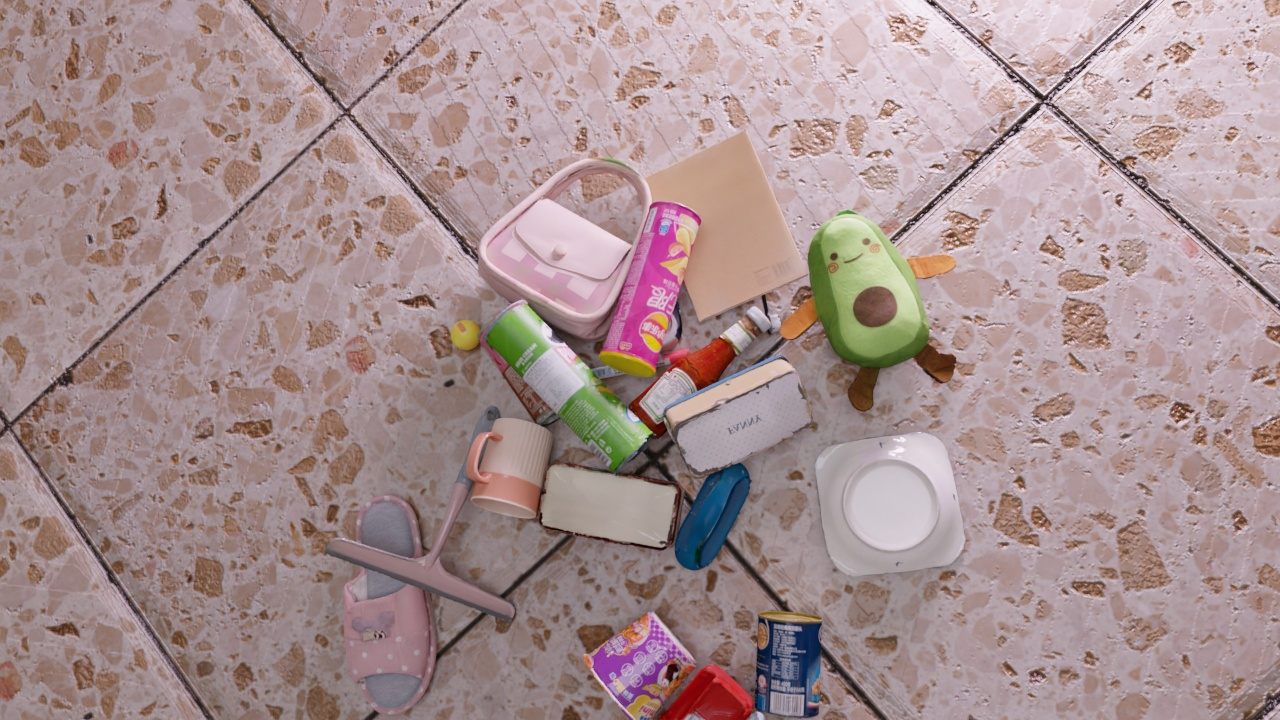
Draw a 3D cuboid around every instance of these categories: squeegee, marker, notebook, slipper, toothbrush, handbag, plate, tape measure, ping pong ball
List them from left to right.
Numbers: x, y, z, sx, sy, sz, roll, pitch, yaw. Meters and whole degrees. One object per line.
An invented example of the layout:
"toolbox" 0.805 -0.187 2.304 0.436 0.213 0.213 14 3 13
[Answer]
"slipper" -0.322 0.309 1.167 0.114 0.054 0.274 -6 80 8
"squeegee" -0.230 0.170 1.159 0.247 0.040 0.249 23 73 -11
"ping pong ball" -0.230 -0.034 1.210 0.040 0.040 0.040 -1 81 9
"handbag" -0.079 -0.158 1.191 0.193 0.093 0.234 31 80 12
"marker" -0.007 0.007 1.179 0.145 0.017 0.017 -12 80 8
"tape measure" 0.020 -0.043 1.174 0.066 0.033 0.066 -7 78 10
"notebook" 0.106 -0.173 1.178 0.150 0.012 0.211 -24 78 13
"toothbrush" 0.153 -0.122 1.173 0.018 0.015 0.181 -12 81 1
"plate" 0.297 0.171 1.096 0.164 0.034 0.163 -10 80 9

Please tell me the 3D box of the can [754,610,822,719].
"can" 0.172 0.354 1.068 0.075 0.075 0.111 2 82 10

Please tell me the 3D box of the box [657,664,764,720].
"box" 0.053 0.459 1.036 0.119 0.098 0.201 39 103 17

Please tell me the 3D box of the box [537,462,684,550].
"box" -0.036 0.177 1.129 0.168 0.076 0.091 9 84 10

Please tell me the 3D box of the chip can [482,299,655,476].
"chip can" -0.087 0.033 1.112 0.072 0.072 0.236 -45 81 1

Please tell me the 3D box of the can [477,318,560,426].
"can" -0.148 0.012 1.181 0.058 0.058 0.147 -37 77 2

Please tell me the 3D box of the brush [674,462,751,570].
"brush" 0.086 0.187 1.108 0.055 0.073 0.144 27 87 15

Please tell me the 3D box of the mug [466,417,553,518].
"mug" -0.166 0.128 1.131 0.082 0.114 0.105 -4 63 37

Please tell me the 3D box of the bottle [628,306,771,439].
"bottle" 0.076 0.012 1.143 0.206 0.060 0.060 -42 77 1

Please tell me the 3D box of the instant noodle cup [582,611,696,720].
"instant noodle cup" 0.004 0.359 1.083 0.099 0.111 0.111 -40 77 -6

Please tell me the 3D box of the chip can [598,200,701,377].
"chip can" 0.014 -0.089 1.130 0.071 0.071 0.210 15 75 11

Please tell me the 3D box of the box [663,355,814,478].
"box" 0.124 0.065 1.103 0.184 0.060 0.090 -23 112 -5

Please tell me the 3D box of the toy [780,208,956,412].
"toy" 0.277 -0.069 1.107 0.227 0.090 0.246 -22 82 -3
